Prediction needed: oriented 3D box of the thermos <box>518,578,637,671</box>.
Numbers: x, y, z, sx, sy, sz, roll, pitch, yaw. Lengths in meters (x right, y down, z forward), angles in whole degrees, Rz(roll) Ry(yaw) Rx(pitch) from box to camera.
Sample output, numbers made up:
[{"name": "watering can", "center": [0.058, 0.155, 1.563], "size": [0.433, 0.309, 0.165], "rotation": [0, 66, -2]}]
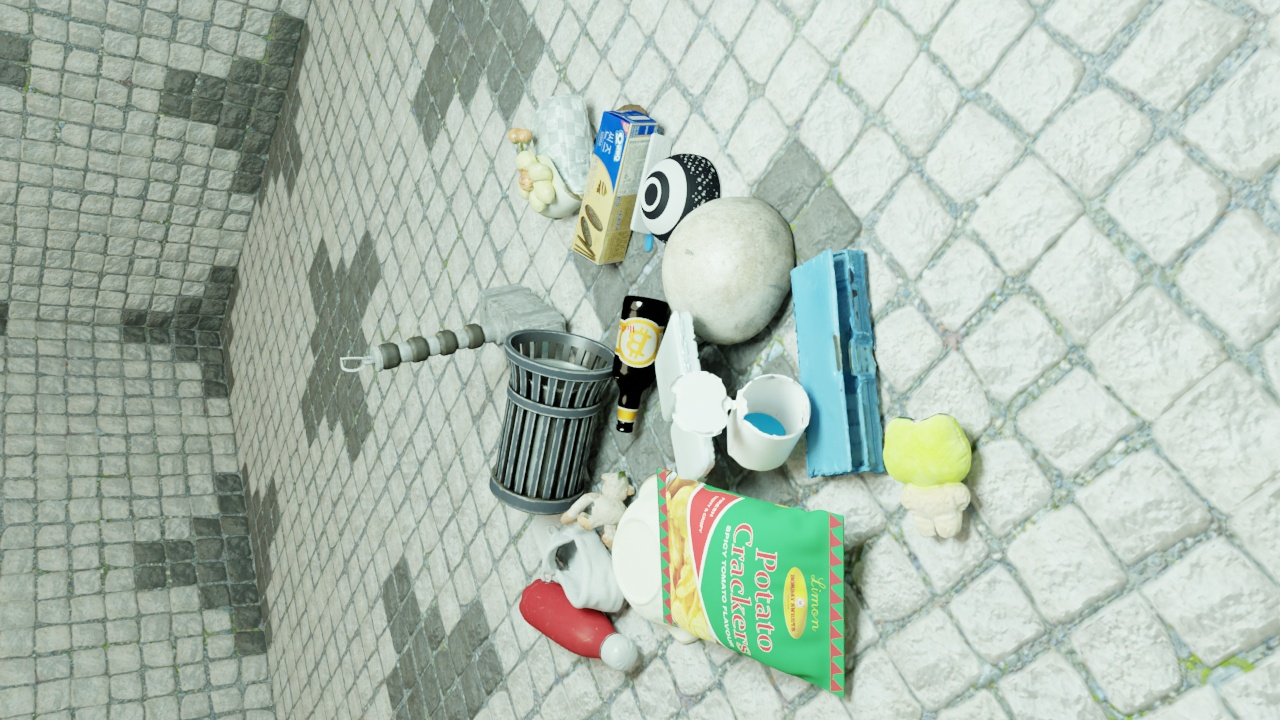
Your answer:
[{"name": "thermos", "center": [-0.086, 0.374, 1.290], "size": [0.240, 0.073, 0.073], "rotation": [10, 96, 53]}]

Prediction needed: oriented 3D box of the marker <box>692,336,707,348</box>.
[{"name": "marker", "center": [0.094, -0.040, 1.119], "size": [0.124, 0.017, 0.021], "rotation": [-31, 62, 49]}]

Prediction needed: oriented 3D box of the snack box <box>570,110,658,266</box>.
[{"name": "snack box", "center": [-0.037, -0.236, 1.256], "size": [0.057, 0.056, 0.207], "rotation": [34, 122, 32]}]

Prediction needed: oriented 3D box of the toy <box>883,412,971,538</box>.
[{"name": "toy", "center": [0.267, 0.106, 0.848], "size": [0.092, 0.046, 0.115], "rotation": [-14, 83, 54]}]

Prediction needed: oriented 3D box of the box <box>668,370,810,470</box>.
[{"name": "box", "center": [0.097, 0.065, 0.967], "size": [0.106, 0.150, 0.080], "rotation": [103, 173, -63]}]

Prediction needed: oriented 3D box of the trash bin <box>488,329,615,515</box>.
[{"name": "trash bin", "center": [-0.130, 0.091, 1.307], "size": [0.164, 0.164, 0.228], "rotation": [36, 119, 50]}]

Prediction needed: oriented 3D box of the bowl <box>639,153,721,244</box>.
[{"name": "bowl", "center": [0.039, -0.206, 1.167], "size": [0.120, 0.066, 0.120], "rotation": [-6, 82, 54]}]

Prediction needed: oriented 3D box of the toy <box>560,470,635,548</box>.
[{"name": "toy", "center": [-0.051, 0.195, 1.258], "size": [0.106, 0.085, 0.074], "rotation": [-64, 6, -2]}]

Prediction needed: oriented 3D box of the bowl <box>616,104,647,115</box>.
[{"name": "bowl", "center": [-0.030, -0.307, 1.302], "size": [0.118, 0.030, 0.118], "rotation": [-6, 82, 54]}]

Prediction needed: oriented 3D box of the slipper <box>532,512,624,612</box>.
[{"name": "slipper", "center": [-0.103, 0.284, 1.321], "size": [0.112, 0.074, 0.247], "rotation": [-63, 31, 6]}]

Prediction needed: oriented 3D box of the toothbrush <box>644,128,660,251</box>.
[{"name": "toothbrush", "center": [0.013, -0.233, 1.250], "size": [0.016, 0.014, 0.166], "rotation": [7, 93, 54]}]

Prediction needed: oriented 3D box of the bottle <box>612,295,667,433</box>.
[{"name": "bottle", "center": [-0.007, 0.007, 1.221], "size": [0.059, 0.059, 0.182], "rotation": [22, 105, 53]}]

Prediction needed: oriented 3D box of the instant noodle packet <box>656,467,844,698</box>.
[{"name": "instant noodle packet", "center": [0.112, 0.233, 0.998], "size": [0.253, 0.090, 0.196], "rotation": [8, 106, 45]}]

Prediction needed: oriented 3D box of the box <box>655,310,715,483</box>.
[{"name": "box", "center": [0.050, 0.055, 1.091], "size": [0.209, 0.037, 0.188], "rotation": [109, 156, -75]}]

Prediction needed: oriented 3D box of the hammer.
[{"name": "hammer", "center": [-0.286, -0.029, 1.389], "size": [0.177, 0.325, 0.080], "rotation": [37, 134, 49]}]

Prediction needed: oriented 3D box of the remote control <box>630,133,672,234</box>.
[{"name": "remote control", "center": [0.014, -0.236, 1.226], "size": [0.012, 0.033, 0.131], "rotation": [23, 103, 51]}]

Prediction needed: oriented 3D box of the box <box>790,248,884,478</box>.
[{"name": "box", "center": [0.195, 0.004, 0.948], "size": [0.093, 0.052, 0.231], "rotation": [-15, 76, 54]}]

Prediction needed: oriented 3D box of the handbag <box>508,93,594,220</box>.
[{"name": "handbag", "center": [-0.132, -0.307, 1.365], "size": [0.113, 0.123, 0.171], "rotation": [-16, 80, 59]}]

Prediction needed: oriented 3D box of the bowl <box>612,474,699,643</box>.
[{"name": "bowl", "center": [0.018, 0.252, 1.168], "size": [0.189, 0.060, 0.219], "rotation": [-41, 55, 45]}]

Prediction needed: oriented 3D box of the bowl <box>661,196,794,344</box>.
[{"name": "bowl", "center": [0.084, -0.111, 1.059], "size": [0.179, 0.081, 0.178], "rotation": [-10, 75, 41]}]
